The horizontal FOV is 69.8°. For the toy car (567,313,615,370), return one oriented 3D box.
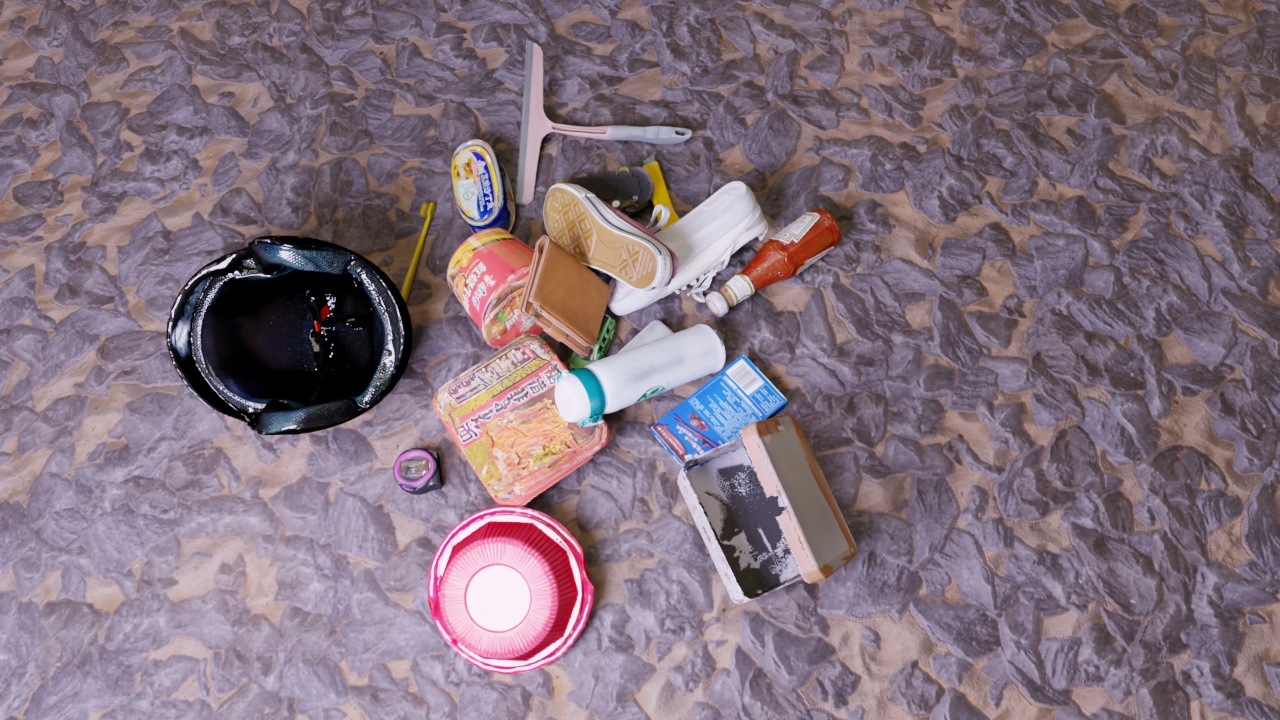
[{"bbox_3d":[-0.064,-0.022,1.203,0.043,0.036,0.091,19,72,9],"label":"toy car"}]

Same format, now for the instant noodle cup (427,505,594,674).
[{"bbox_3d":[-0.153,0.262,1.032,0.194,0.066,0.193,0,85,4],"label":"instant noodle cup"}]

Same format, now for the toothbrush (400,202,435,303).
[{"bbox_3d":[-0.317,-0.140,1.276,0.016,0.016,0.189,6,67,10],"label":"toothbrush"}]

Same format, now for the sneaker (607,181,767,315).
[{"bbox_3d":[0.065,-0.132,1.230,0.242,0.091,0.089,-38,36,5],"label":"sneaker"}]

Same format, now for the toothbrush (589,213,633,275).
[{"bbox_3d":[-0.029,-0.184,1.288,0.014,0.017,0.188,28,67,2],"label":"toothbrush"}]

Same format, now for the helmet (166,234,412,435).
[{"bbox_3d":[-0.412,-0.030,1.116,0.275,0.230,0.233,1,91,4],"label":"helmet"}]

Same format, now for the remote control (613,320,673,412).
[{"bbox_3d":[-0.007,0.007,1.193,0.056,0.020,0.135,44,74,8],"label":"remote control"}]

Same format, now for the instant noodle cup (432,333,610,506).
[{"bbox_3d":[-0.144,0.079,1.137,0.164,0.079,0.188,-33,68,-12],"label":"instant noodle cup"}]

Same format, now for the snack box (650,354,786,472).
[{"bbox_3d":[0.099,0.071,1.159,0.157,0.026,0.084,-37,71,-13],"label":"snack box"}]

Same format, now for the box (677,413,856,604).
[{"bbox_3d":[0.149,0.163,1.019,0.153,0.181,0.182,-23,76,-9],"label":"box"}]

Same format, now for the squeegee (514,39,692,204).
[{"bbox_3d":[-0.050,-0.335,1.340,0.249,0.040,0.247,4,82,-2],"label":"squeegee"}]

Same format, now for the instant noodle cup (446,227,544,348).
[{"bbox_3d":[-0.176,-0.099,1.195,0.137,0.138,0.108,-40,62,-14],"label":"instant noodle cup"}]

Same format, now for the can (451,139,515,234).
[{"bbox_3d":[-0.223,-0.240,1.291,0.075,0.049,0.148,-17,65,5],"label":"can"}]

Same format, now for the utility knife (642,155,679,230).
[{"bbox_3d":[0.032,-0.223,1.298,0.033,0.015,0.164,-5,65,-22],"label":"utility knife"}]

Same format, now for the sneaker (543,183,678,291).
[{"bbox_3d":[-0.031,-0.161,1.197,0.087,0.118,0.241,-8,34,-46],"label":"sneaker"}]

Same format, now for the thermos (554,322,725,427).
[{"bbox_3d":[0.000,0.018,1.120,0.223,0.073,0.073,-20,65,-31],"label":"thermos"}]

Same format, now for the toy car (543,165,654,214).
[{"bbox_3d":[-0.058,-0.227,1.288,0.158,0.042,0.070,-12,67,5],"label":"toy car"}]

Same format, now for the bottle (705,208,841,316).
[{"bbox_3d":[0.177,-0.128,1.227,0.206,0.060,0.060,-36,69,-12],"label":"bottle"}]

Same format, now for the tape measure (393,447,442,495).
[{"bbox_3d":[-0.277,0.137,1.138,0.058,0.039,0.057,-9,66,-2],"label":"tape measure"}]

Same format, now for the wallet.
[{"bbox_3d":[-0.092,-0.072,1.139,0.035,0.130,0.118,0,65,38],"label":"wallet"}]
